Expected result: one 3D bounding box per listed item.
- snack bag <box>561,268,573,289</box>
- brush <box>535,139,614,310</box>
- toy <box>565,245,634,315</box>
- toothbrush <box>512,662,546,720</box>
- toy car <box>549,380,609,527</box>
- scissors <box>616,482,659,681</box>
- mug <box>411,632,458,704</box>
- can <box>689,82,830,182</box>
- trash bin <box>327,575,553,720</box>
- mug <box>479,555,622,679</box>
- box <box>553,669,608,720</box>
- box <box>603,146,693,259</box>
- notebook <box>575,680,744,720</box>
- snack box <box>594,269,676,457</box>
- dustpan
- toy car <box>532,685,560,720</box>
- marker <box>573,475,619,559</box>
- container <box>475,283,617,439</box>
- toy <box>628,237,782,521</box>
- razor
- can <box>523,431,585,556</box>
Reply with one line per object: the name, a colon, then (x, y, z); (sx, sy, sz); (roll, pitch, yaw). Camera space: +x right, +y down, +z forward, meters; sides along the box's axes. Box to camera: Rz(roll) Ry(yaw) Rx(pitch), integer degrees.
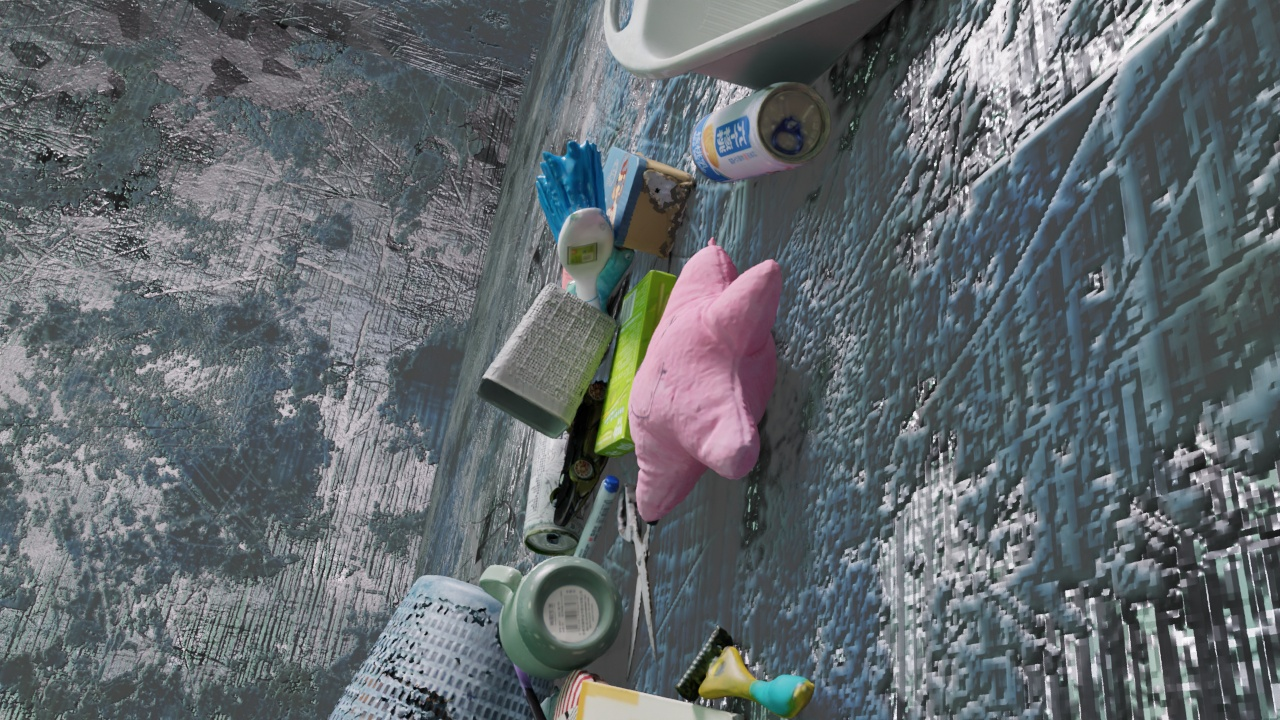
snack bag: (-0.069, -0.072, 1.069); (0.128, 0.073, 0.208); (-113, 35, -74)
brush: (-0.056, -0.091, 0.883); (0.315, 0.060, 0.109); (105, 151, -75)
toy: (-0.048, -0.093, 0.987); (0.092, 0.096, 0.030); (-54, 18, 6)
toothbrush: (-0.067, 0.290, 0.696); (0.017, 0.014, 0.189); (-57, 40, 18)
toy car: (-0.053, 0.088, 0.881); (0.070, 0.042, 0.157); (127, 160, -51)
scissors: (0.000, 0.145, 0.695); (0.159, 0.014, 0.178); (-151, 75, -74)
mug: (-0.187, 0.331, 1.013); (0.081, 0.106, 0.115); (-94, 24, -51)
can: (0.077, -0.151, 0.619); (0.134, 0.053, 0.053); (-154, 79, -75)
trash bin: (-0.172, 0.311, 0.829); (0.194, 0.226, 0.227); (-68, 11, -24)
mug: (-0.074, 0.193, 0.714); (0.082, 0.112, 0.107); (-57, 0, -28)
box: (-0.022, 0.264, 0.610); (0.164, 0.055, 0.070); (-148, 60, -69)
box: (-0.004, -0.160, 0.910); (0.184, 0.060, 0.090); (-131, 57, -70)
notebook: (-0.008, 0.291, 0.504); (0.146, 0.010, 0.206); (-13, 62, 52)
snack box: (-0.005, 0.005, 0.820); (0.086, 0.026, 0.156); (142, 141, -66)
dustpan: (0.079, -0.286, 0.580); (0.258, 0.142, 0.222); (135, 146, -65)
toy car: (-0.060, 0.289, 0.733); (0.121, 0.036, 0.054); (129, 152, -50)
marker: (-0.049, 0.168, 0.843); (0.017, 0.017, 0.146); (-105, 33, -62)
container: (-0.085, -0.001, 0.869); (0.114, 0.090, 0.090); (-61, 7, -19)
toy: (0.035, 0.007, 0.579); (0.195, 0.074, 0.178); (135, 147, -64)
razor: (0.056, 0.158, 0.450); (0.043, 0.028, 0.133); (-47, 3, -21)
can: (-0.082, 0.120, 0.928); (0.058, 0.058, 0.146); (123, 157, -49)
